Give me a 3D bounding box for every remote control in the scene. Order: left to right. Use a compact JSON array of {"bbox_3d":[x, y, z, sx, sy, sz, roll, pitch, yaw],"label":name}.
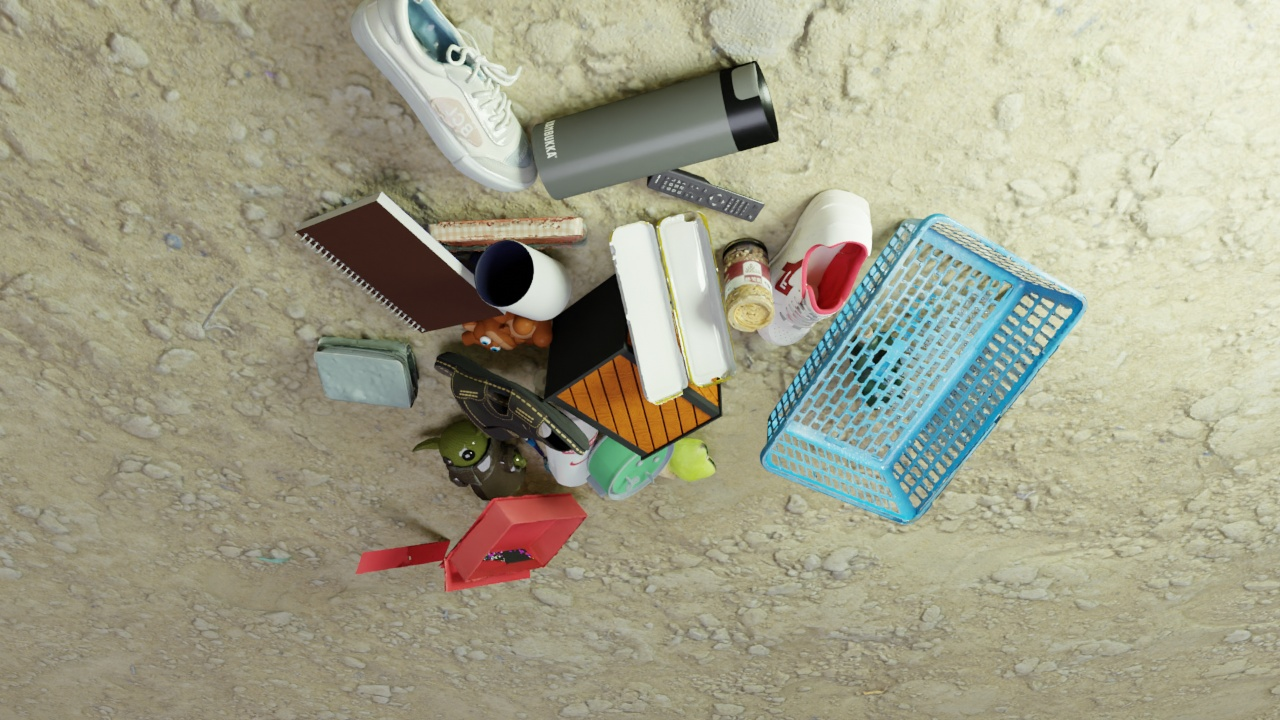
[{"bbox_3d":[0.075,-0.191,1.039,0.136,0.015,0.032,15,137,-18],"label":"remote control"}]

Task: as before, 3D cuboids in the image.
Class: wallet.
[{"bbox_3d":[-0.376,0.015,1.263,0.131,0.054,0.101,4,129,1],"label":"wallet"}]

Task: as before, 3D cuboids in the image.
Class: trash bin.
[{"bbox_3d":[-0.007,0.007,1.171,0.140,0.139,0.171,-33,128,33],"label":"trash bin"}]

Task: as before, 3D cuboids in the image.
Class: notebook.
[{"bbox_3d":[-0.288,-0.109,1.105,0.172,0.022,0.209,-9,141,39],"label":"notebook"}]

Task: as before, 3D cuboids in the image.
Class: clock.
[{"bbox_3d":[-0.002,0.129,1.327,0.121,0.075,0.162,-5,135,-53],"label":"clock"}]

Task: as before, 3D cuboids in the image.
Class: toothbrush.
[{"bbox_3d":[-0.173,0.119,1.396,0.016,0.017,0.189,-14,137,18],"label":"toothbrush"}]

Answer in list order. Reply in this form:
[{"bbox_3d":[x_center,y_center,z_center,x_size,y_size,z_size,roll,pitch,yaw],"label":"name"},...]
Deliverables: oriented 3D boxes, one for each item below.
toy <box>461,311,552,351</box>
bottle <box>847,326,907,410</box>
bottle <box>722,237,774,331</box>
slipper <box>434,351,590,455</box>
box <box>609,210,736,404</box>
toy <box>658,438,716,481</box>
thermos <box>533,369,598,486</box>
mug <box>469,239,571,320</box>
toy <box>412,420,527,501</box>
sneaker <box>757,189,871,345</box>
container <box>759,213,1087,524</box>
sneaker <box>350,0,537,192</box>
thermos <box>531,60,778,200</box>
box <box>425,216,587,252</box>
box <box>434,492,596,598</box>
[{"bbox_3d":[-0.179,-0.038,1.186,0.128,0.065,0.095,-17,143,27],"label":"toy"},{"bbox_3d":[0.311,0.003,1.212,0.061,0.061,0.131,-17,135,17],"label":"bottle"},{"bbox_3d":[0.127,-0.090,1.083,0.056,0.105,0.056,1,139,1],"label":"bottle"},{"bbox_3d":[-0.179,0.066,1.198,0.268,0.075,0.113,25,171,32],"label":"slipper"},{"bbox_3d":[0.039,-0.062,1.063,0.129,0.036,0.210,-17,102,-24],"label":"box"},{"bbox_3d":[0.055,0.153,1.406,0.115,0.046,0.092,-8,137,22],"label":"toy"},{"bbox_3d":[-0.098,0.094,1.316,0.099,0.099,0.221,2,143,0],"label":"thermos"},{"bbox_3d":[-0.151,-0.100,1.087,0.112,0.078,0.096,28,-176,22],"label":"mug"},{"bbox_3d":[-0.242,0.153,1.391,0.180,0.078,0.153,-17,134,23],"label":"toy"},{"bbox_3d":[0.201,-0.081,1.090,0.090,0.104,0.237,14,137,-14],"label":"sneaker"},{"bbox_3d":[0.327,0.010,1.123,0.257,0.089,0.363,23,112,-22],"label":"container"},{"bbox_3d":[-0.170,-0.265,0.906,0.091,0.089,0.242,-11,135,37],"label":"sneaker"},{"bbox_3d":[0.015,-0.234,0.943,0.241,0.082,0.082,-12,137,15],"label":"thermos"},{"bbox_3d":[-0.157,-0.149,1.078,0.187,0.082,0.042,-1,94,6],"label":"box"},{"bbox_3d":[-0.191,0.280,1.442,0.165,0.153,0.214,-4,173,32],"label":"box"}]
